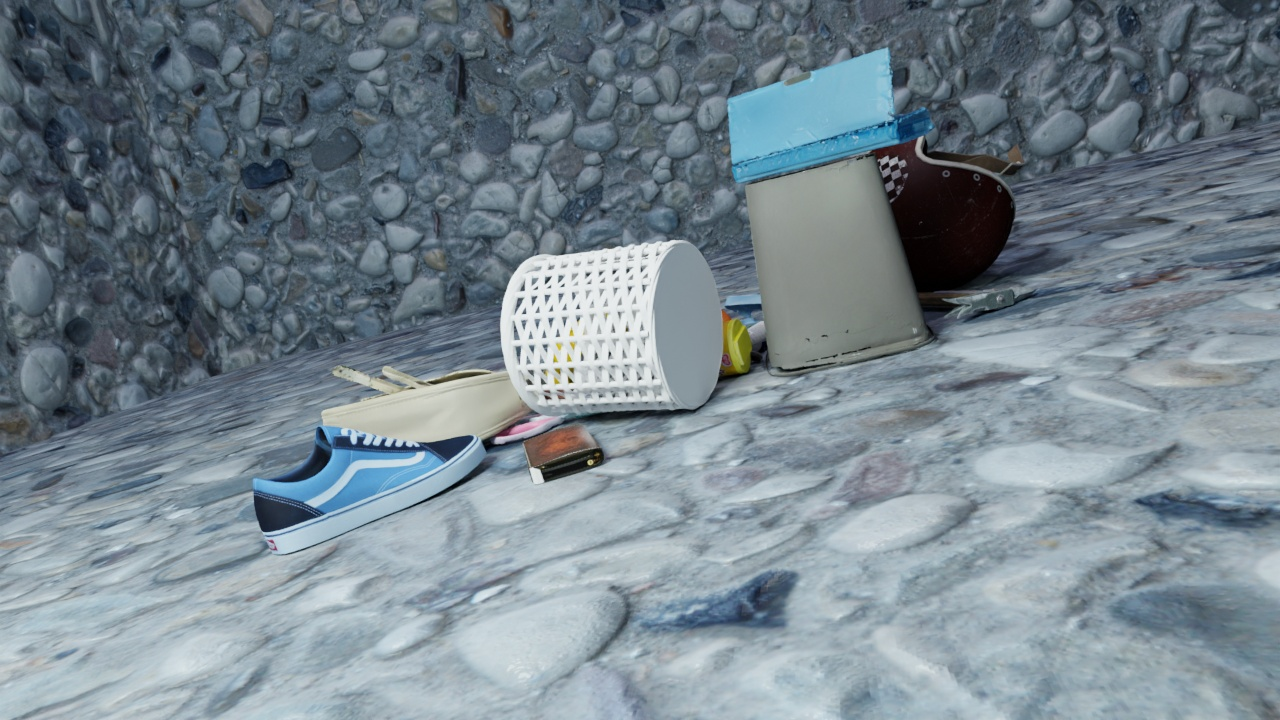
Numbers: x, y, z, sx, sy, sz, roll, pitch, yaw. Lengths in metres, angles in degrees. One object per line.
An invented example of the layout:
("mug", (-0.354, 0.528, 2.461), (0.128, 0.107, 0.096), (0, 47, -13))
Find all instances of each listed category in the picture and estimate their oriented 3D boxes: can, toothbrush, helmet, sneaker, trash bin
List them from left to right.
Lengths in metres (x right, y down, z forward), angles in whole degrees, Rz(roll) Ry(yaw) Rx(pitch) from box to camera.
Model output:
("sneaker", (-0.265, 0.100, 0.914), (0.240, 0.098, 0.084), (-22, 12, -38))
("toothbrush", (0.074, -0.018, 1.178), (0.167, 0.013, 0.013), (11, 22, 9))
("can", (0.080, -0.010, 1.132), (0.105, 0.067, 0.067), (-11, 10, 23))
("can", (0.149, -0.026, 1.230), (0.032, 0.032, 0.095), (-8, 11, 32))
("trash bin", (0.223, -0.120, 1.097), (0.198, 0.220, 0.197), (-13, 10, 10))
("helmet", (0.422, -0.222, 1.326), (0.234, 0.253, 0.233), (-26, -40, 32))

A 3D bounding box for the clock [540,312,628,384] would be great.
("clock", (-0.080, -0.012, 1.282), (0.151, 0.052, 0.114), (-36, -18, -24))

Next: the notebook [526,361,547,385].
("notebook", (-0.164, 0.031, 1.385), (0.208, 0.029, 0.170), (-19, 11, -35))

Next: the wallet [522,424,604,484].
("wallet", (-0.081, 0.092, 0.927), (0.072, 0.019, 0.123), (-16, 10, -9))

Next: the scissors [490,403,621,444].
("scissors", (-0.098, 0.067, 1.119), (0.179, 0.016, 0.108), (-17, 10, -11))

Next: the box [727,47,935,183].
("box", (0.212, -0.289, 1.082), (0.232, 0.110, 0.094), (-4, 15, 46))

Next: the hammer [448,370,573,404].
("hammer", (-0.195, 0.051, 1.235), (0.301, 0.028, 0.110), (-3, 31, 41))

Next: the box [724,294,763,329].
("box", (0.206, -0.060, 1.379), (0.069, 0.064, 0.210), (23, -10, -33))

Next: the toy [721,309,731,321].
("toy", (0.063, -0.067, 1.362), (0.112, 0.096, 0.176), (-17, 35, -14))

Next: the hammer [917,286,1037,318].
("hammer", (0.375, -0.084, 1.250), (0.146, 0.028, 0.317), (-12, 8, -22))

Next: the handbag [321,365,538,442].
("handbag", (-0.263, 0.047, 1.116), (0.230, 0.132, 0.183), (-9, 8, 35))

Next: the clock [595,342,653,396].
("clock", (-0.007, 0.007, 1.235), (0.122, 0.045, 0.159), (-14, 9, 4))

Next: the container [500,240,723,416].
("container", (-0.027, -0.033, 1.034), (0.187, 0.189, 0.188), (-3, 14, 28))
